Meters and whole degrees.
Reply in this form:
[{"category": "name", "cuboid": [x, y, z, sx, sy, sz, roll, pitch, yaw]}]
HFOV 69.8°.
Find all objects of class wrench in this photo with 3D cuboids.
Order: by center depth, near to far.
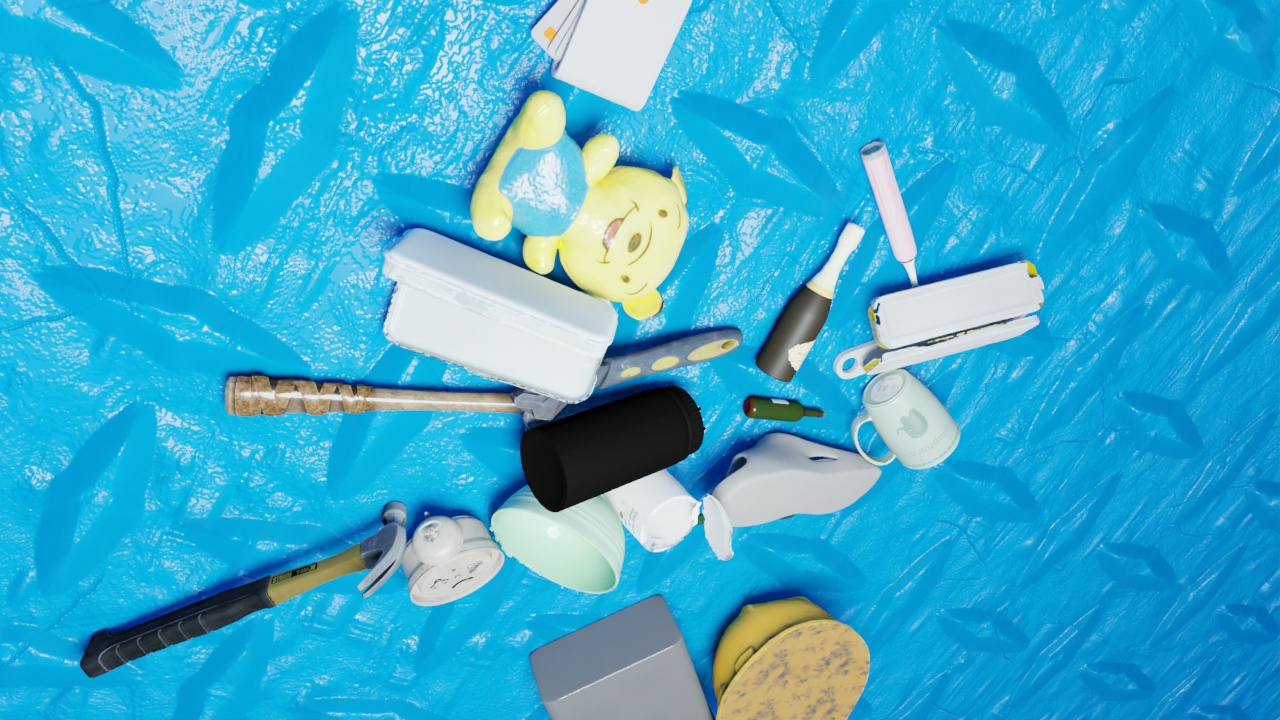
[{"category": "wrench", "cuboid": [-0.006, 0.006, 0.935, 0.272, 0.022, 0.073, -14, 130, -30]}, {"category": "wrench", "cuboid": [0.352, -0.043, 1.084, 0.273, 0.018, 0.087, -18, 122, -9]}]

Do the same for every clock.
[{"category": "clock", "cuboid": [-0.205, 0.197, 0.961, 0.103, 0.061, 0.157, -26, 149, -12]}]

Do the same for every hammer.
[{"category": "hammer", "cuboid": [-0.231, 0.040, 0.896, 0.318, 0.049, 0.122, 3, 119, -20]}, {"category": "hammer", "cuboid": [-0.392, 0.239, 0.915, 0.333, 0.117, 0.025, -21, 119, -2]}]

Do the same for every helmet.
[{"category": "helmet", "cuboid": [0.174, 0.396, 1.191, 0.205, 0.131, 0.256, -4, 119, -19]}]

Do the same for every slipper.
[{"category": "slipper", "cuboid": [0.175, 0.131, 1.088, 0.265, 0.080, 0.113, 0, 139, -37]}]

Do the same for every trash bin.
[{"category": "trash bin", "cuboid": [-0.014, 0.434, 1.164, 0.191, 0.097, 0.220, -23, 122, -7]}]

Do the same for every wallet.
[{"category": "wallet", "cuboid": [-0.029, -0.291, 0.791, 0.115, 0.037, 0.119, 15, 115, -27]}]

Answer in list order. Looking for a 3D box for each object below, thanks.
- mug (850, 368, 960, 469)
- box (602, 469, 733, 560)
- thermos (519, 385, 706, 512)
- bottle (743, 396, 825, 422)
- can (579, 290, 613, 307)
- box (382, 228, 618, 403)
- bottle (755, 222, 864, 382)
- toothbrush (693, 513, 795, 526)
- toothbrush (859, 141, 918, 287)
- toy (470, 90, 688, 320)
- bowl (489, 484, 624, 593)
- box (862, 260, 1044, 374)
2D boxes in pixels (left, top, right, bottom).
[{"category": "mug", "cuboid": [0.305, 0.075, 1.093, 0.111, 0.084, 0.104, -39, 114, 11]}, {"category": "box", "cuboid": [0.028, 0.163, 0.990, 0.092, 0.166, 0.084, -11, 125, -30]}, {"category": "thermos", "cuboid": [-0.017, 0.083, 0.950, 0.198, 0.086, 0.086, -17, 124, -34]}, {"category": "bottle", "cuboid": [0.169, 0.058, 1.065, 0.106, 0.025, 0.025, 6, 115, -23]}, {"category": "can", "cuboid": [-0.079, -0.038, 0.901, 0.101, 0.055, 0.055, -11, 121, -15]}, {"category": "box", "cuboid": [-0.134, -0.022, 0.831, 0.215, 0.106, 0.127, 23, 118, -3]}, {"category": "bottle", "cuboid": [0.187, -0.064, 0.991, 0.045, 0.045, 0.185, 18, 110, -28]}, {"category": "toothbrush", "cuboid": [0.104, 0.194, 1.121, 0.189, 0.017, 0.016, -4, 119, -19]}, {"category": "toothbrush", "cuboid": [0.282, -0.138, 0.998, 0.026, 0.027, 0.223, -23, 125, 10]}, {"category": "toy", "cuboid": [-0.047, -0.139, 0.841, 0.213, 0.084, 0.149, 24, 108, -32]}, {"category": "bowl", "cuboid": [-0.078, 0.179, 0.989, 0.151, 0.151, 0.076, 59, 45, -34]}, {"category": "box", "cuboid": [0.356, -0.041, 1.044, 0.209, 0.057, 0.117, -14, 128, -11]}]
